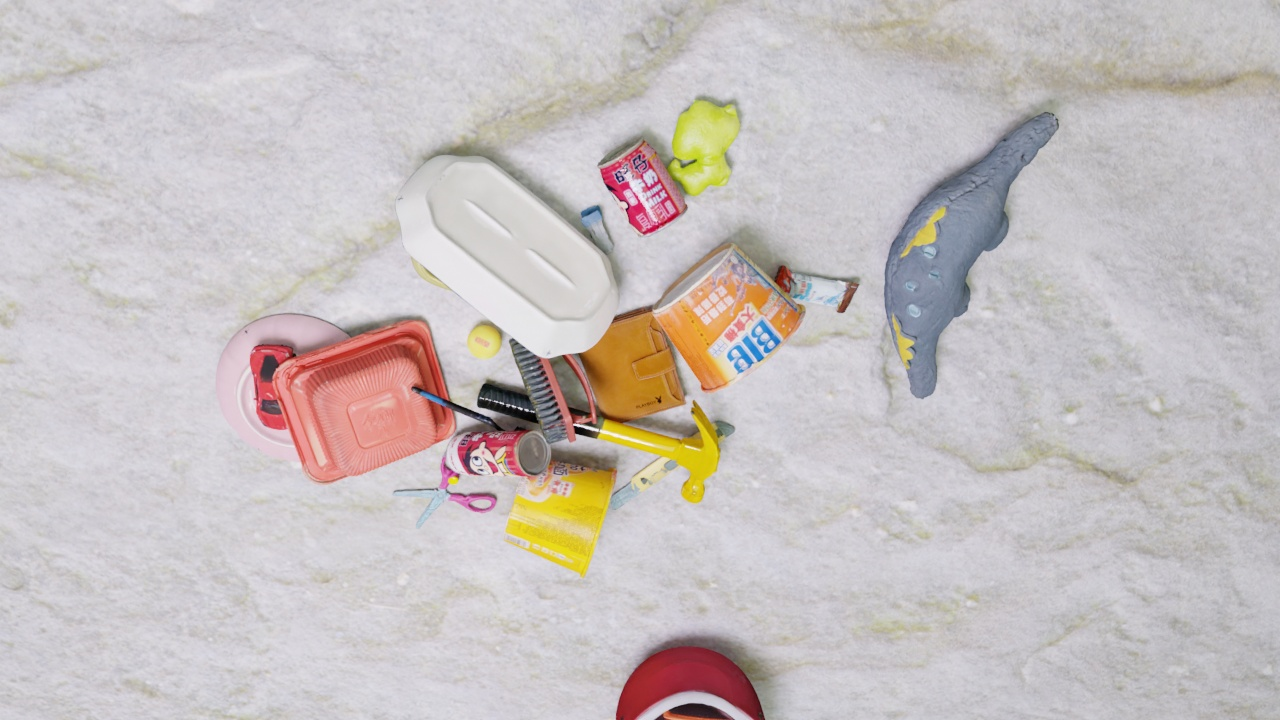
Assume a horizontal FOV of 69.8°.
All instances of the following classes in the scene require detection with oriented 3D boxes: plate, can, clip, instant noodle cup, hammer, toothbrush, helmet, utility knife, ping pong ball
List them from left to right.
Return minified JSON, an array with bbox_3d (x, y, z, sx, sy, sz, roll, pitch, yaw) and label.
[{"bbox_3d":[-0.411,0.041,1.091,0.192,0.039,0.193,-1,112,-3],"label":"plate"},{"bbox_3d":[-0.310,0.055,1.054,0.188,0.079,0.165,-21,116,-19],"label":"instant noodle cup"},{"bbox_3d":[-0.194,0.063,1.083,0.016,0.014,0.189,-47,135,12],"label":"toothbrush"},{"bbox_3d":[-0.184,-0.021,1.078,0.040,0.040,0.040,-1,112,-3],"label":"ping pong ball"},{"bbox_3d":[-0.171,0.111,1.089,0.133,0.053,0.053,-5,118,40],"label":"can"},{"bbox_3d":[-0.133,-0.119,0.982,0.265,0.161,0.034,40,147,-10],"label":"plate"},{"bbox_3d":[-0.100,0.184,1.122,0.110,0.137,0.138,18,110,-1],"label":"instant noodle cup"},{"bbox_3d":[-0.048,-0.146,1.049,0.027,0.043,0.058,-22,119,1],"label":"clip"},{"bbox_3d":[-0.049,0.081,1.108,0.301,0.032,0.129,15,118,0],"label":"hammer"},{"bbox_3d":[0.001,-0.191,1.008,0.066,0.066,0.094,-30,110,8],"label":"can"},{"bbox_3d":[0.036,0.133,1.170,0.190,0.020,0.031,-34,104,15],"label":"utility knife"},{"bbox_3d":[0.065,0.484,1.244,0.207,0.143,0.240,-3,126,-2],"label":"helmet"},{"bbox_3d":[0.093,-0.053,1.031,0.151,0.151,0.111,-39,100,11],"label":"instant noodle cup"}]

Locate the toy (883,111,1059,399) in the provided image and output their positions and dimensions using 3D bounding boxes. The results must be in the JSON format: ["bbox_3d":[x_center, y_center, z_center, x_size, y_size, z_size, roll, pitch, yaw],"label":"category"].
[{"bbox_3d":[0.352,-0.120,1.046,0.137,0.091,0.357,12,113,-21],"label":"toy"}]

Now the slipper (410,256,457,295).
[{"bbox_3d":[-0.168,-0.095,1.031,0.190,0.081,0.092,16,113,-7],"label":"slipper"}]

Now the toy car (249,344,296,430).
[{"bbox_3d":[-0.417,0.033,1.049,0.049,0.031,0.106,2,113,-3],"label":"toy car"}]

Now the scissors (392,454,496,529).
[{"bbox_3d":[-0.244,0.172,1.167,0.130,0.017,0.133,31,111,-17],"label":"scissors"}]

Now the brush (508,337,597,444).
[{"bbox_3d":[-0.101,0.020,1.060,0.069,0.145,0.063,-20,153,-9],"label":"brush"}]

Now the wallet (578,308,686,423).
[{"bbox_3d":[-0.007,0.006,1.108,0.119,0.035,0.131,-16,112,9],"label":"wallet"}]

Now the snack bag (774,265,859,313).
[{"bbox_3d":[0.203,-0.083,1.085,0.104,0.026,0.048,15,123,-8],"label":"snack bag"}]

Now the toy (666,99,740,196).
[{"bbox_3d":[0.068,-0.236,1.013,0.097,0.031,0.100,-20,112,7],"label":"toy"}]
